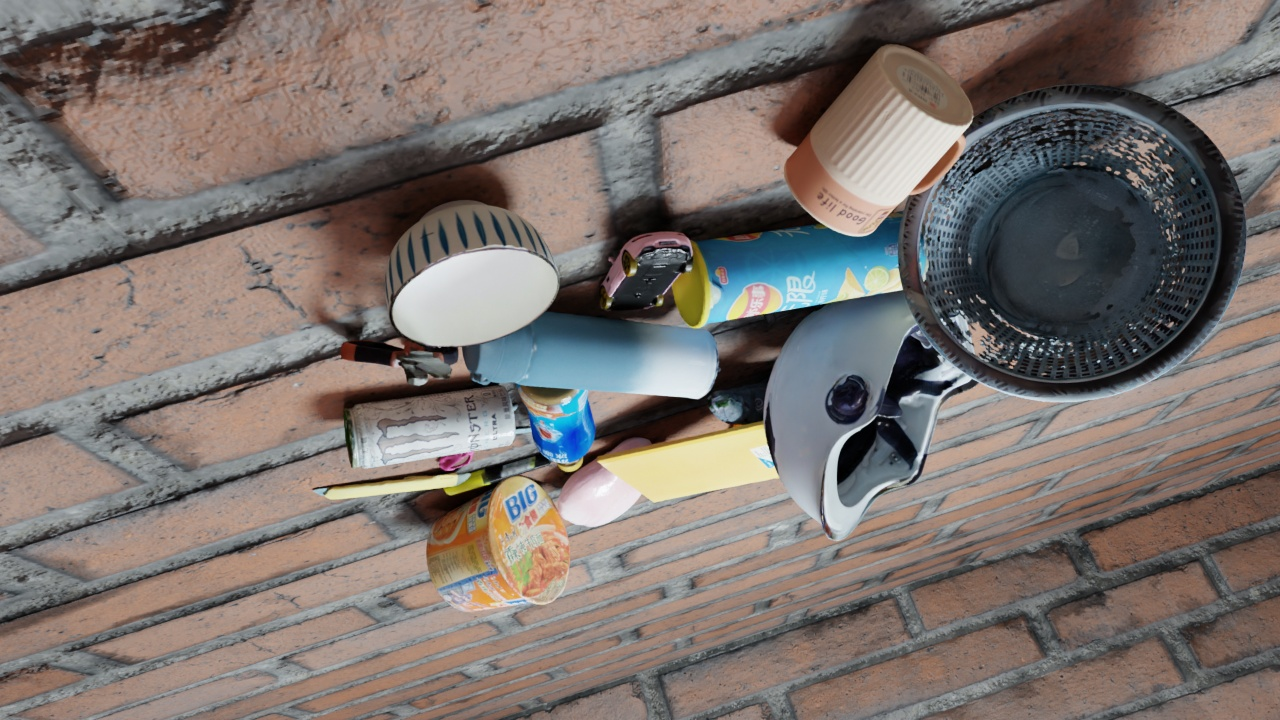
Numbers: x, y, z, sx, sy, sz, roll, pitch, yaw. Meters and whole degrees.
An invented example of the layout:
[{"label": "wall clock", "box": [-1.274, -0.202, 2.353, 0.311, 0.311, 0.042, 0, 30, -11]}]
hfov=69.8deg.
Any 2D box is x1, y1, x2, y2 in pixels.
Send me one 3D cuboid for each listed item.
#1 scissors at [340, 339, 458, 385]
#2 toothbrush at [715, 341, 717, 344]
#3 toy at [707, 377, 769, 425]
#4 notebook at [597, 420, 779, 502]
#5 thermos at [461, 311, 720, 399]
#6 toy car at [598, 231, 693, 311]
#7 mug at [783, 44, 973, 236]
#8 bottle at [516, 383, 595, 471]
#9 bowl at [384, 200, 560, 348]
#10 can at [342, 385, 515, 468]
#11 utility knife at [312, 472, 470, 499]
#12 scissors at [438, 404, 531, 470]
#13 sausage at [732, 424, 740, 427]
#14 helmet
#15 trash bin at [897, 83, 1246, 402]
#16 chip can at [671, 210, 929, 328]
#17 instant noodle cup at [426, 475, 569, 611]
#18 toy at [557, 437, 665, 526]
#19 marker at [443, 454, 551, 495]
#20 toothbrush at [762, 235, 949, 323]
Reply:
[{"label": "scissors", "box": [-0.171, 0.000, 0.644, 0.194, 0.015, 0.206, 5, -175, 20]}, {"label": "toothbrush", "box": [0.006, -0.021, 0.854, 0.185, 0.017, 0.012, 8, 180, -43]}, {"label": "toy", "box": [0.205, 0.056, 1.056, 0.355, 0.091, 0.138, -3, 139, -33]}, {"label": "notebook", "box": [0.075, 0.117, 1.030, 0.207, 0.010, 0.146, -15, 148, 24]}, {"label": "thermos", "box": [-0.040, -0.007, 0.771, 0.220, 0.070, 0.070, 6, 145, -29]}, {"label": "toy car", "box": [0.002, -0.072, 0.735, 0.056, 0.037, 0.123, -3, 162, -19]}, {"label": "mug", "box": [0.176, -0.150, 0.641, 0.114, 0.081, 0.106, 4, 144, -29]}, {"label": "bottle", "box": [-0.078, 0.057, 0.898, 0.065, 0.065, 0.219, -15, 155, -7]}, {"label": "bowl", "box": [-0.119, -0.066, 0.628, 0.116, 0.066, 0.117, -16, 155, -8]}, {"label": "can", "box": [-0.190, 0.060, 0.833, 0.146, 0.058, 0.058, -7, 152, -22]}, {"label": "utility knife", "box": [-0.263, 0.135, 0.978, 0.162, 0.018, 0.031, -8, 148, -25]}, {"label": "scissors", "box": [-0.171, 0.082, 0.940, 0.133, 0.017, 0.136, -4, 148, -35]}, {"label": "sausage", "box": [0.121, 0.105, 1.170, 0.021, 0.021, 0.165, -13, 153, -11]}, {"label": "helmet", "box": [0.207, 0.032, 0.903, 0.258, 0.146, 0.229, -57, 146, 1]}, {"label": "trash bin", "box": [0.339, -0.088, 0.740, 0.227, 0.226, 0.194, -32, 170, 24]}, {"label": "chip can", "box": [0.135, -0.078, 0.767, 0.210, 0.071, 0.071, -10, 153, -17]}, {"label": "instant noodle cup", "box": [-0.170, 0.223, 1.075, 0.112, 0.151, 0.151, -22, 155, 26]}, {"label": "toy", "box": [-0.030, 0.145, 1.113, 0.160, 0.054, 0.121, -43, 147, 21]}, {"label": "marker", "box": [-0.159, 0.127, 1.030, 0.124, 0.018, 0.015, -16, 156, -8]}, {"label": "toothbrush", "box": [0.214, -0.086, 0.859, 0.213, 0.026, 0.027, -22, 177, 4]}]
